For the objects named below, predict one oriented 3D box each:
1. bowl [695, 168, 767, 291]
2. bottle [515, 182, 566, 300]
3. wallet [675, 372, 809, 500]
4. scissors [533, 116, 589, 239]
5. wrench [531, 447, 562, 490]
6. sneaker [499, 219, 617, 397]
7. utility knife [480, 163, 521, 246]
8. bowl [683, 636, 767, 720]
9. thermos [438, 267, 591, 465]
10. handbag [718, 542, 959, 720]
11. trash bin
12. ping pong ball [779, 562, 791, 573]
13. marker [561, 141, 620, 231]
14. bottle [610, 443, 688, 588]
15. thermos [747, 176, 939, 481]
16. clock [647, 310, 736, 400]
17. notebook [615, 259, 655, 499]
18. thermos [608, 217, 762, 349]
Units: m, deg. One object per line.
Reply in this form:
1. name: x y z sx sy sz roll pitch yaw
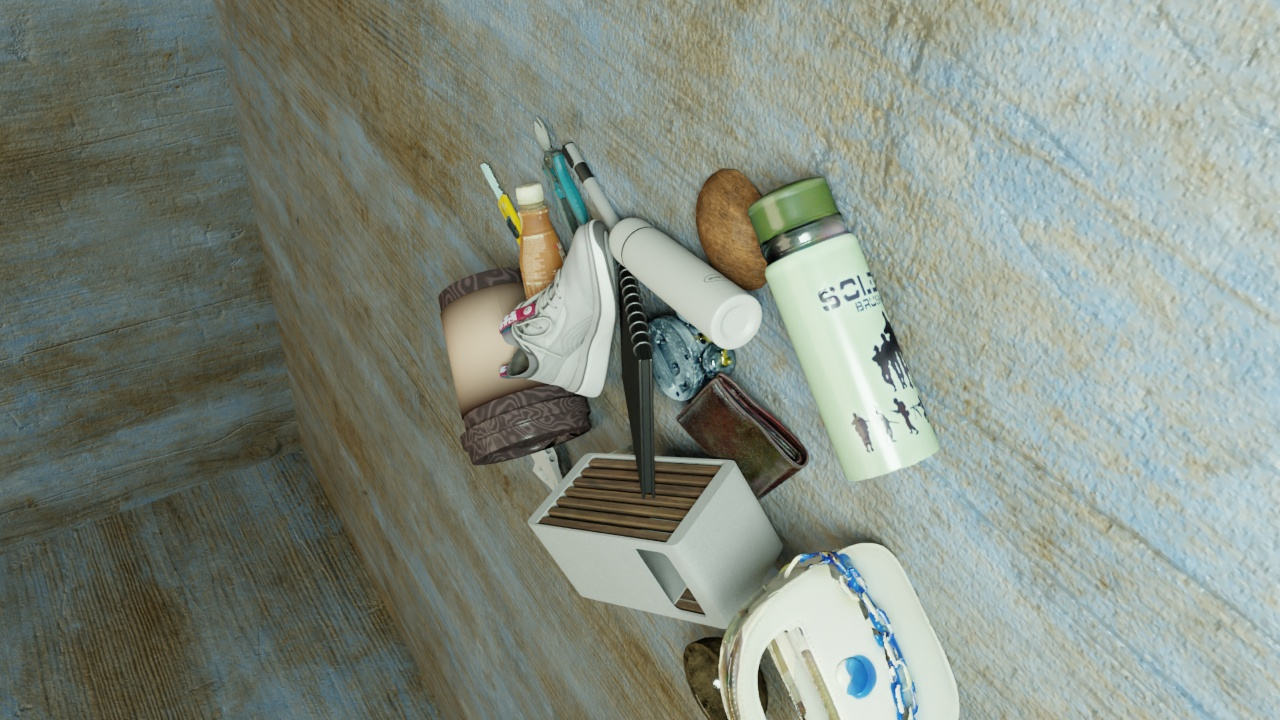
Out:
1. bowl: 0.078 -0.115 0.834 0.102 0.026 0.114 -31 81 61
2. bottle: -0.122 -0.134 1.134 0.059 0.059 0.167 19 124 55
3. wallet: 0.098 0.075 0.894 0.120 0.031 0.100 44 145 5
4. scissors: -0.095 -0.210 1.082 0.132 0.019 0.148 43 142 39
5. wrench: -0.093 0.217 1.333 0.273 0.018 0.087 54 153 17
6. sneaker: -0.094 -0.057 1.044 0.264 0.128 0.096 104 162 -49
7. utility knife: -0.170 -0.184 1.234 0.031 0.018 0.206 -48 63 49
8. bowl: 0.108 0.372 1.064 0.121 0.056 0.121 38 139 44
9. thermos: -0.175 0.006 1.215 0.173 0.172 0.226 -37 69 61
10. handbag: 0.160 0.260 0.758 0.093 0.199 0.200 -35 80 57
11. trash bin: 0.012 0.182 0.965 0.229 0.114 0.114 -3 126 46
12. ping pong ball: 0.155 0.218 0.902 0.040 0.040 0.040 38 139 44
13. marker: -0.049 -0.184 1.020 0.140 0.016 0.016 60 150 16
14. bottle: 0.012 0.193 1.120 0.053 0.053 0.186 -30 81 61
15. thermos: 0.154 -0.028 0.715 0.082 0.082 0.231 -25 86 61
16. clock: 0.051 -0.012 0.921 0.090 0.052 0.130 64 152 10
17. notebook: -0.006 0.006 0.957 0.231 0.019 0.169 -102 9 -59
18. thermos: 0.034 -0.081 0.879 0.224 0.052 0.052 45 144 51
